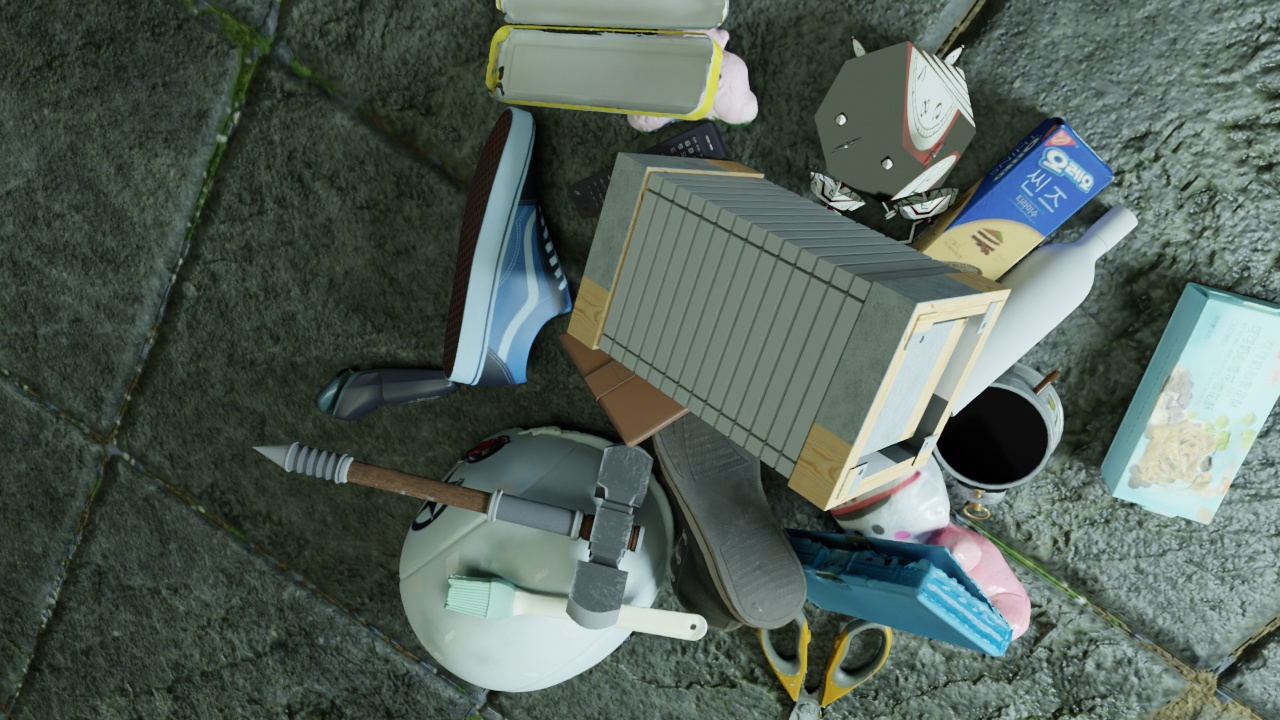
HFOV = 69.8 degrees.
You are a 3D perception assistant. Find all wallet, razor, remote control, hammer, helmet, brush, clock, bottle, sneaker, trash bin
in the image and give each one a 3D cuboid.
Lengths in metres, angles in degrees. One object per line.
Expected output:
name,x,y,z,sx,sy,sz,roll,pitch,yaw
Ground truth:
wallet,-0.005,0.005,0.777,0.087,0.013,0.121,-31,66,-6
razor,-0.242,0.029,0.884,0.143,0.047,0.052,-6,83,14
remote control,0.004,-0.157,0.762,0.137,0.015,0.032,-20,103,23
hammer,-0.156,0.108,0.745,0.322,0.155,0.043,13,155,0
helmet,-0.103,0.194,0.839,0.265,0.163,0.236,-31,100,22
brush,-0.051,0.206,0.755,0.217,0.012,0.033,10,99,-6
clock,0.283,0.065,0.744,0.104,0.056,0.148,11,112,22
clock,0.186,-0.157,0.685,0.115,0.065,0.155,9,111,12
bottle,0.287,-0.042,0.684,0.195,0.052,0.052,-42,95,2
sneaker,-0.103,-0.092,0.797,0.098,0.083,0.241,6,108,-24
sneaker,0.059,0.122,0.803,0.234,0.095,0.120,66,157,14
trash bin,0.096,-0.034,0.656,0.247,0.142,0.143,34,118,33

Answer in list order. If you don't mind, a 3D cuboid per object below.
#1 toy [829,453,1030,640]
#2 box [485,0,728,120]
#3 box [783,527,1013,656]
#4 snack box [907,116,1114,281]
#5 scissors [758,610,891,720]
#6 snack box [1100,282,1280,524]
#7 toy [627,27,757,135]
toy,0.225,0.138,0.761,0.213,0.084,0.142,49,157,-3
box,-0.032,-0.254,0.698,0.210,0.038,0.130,14,109,30
box,0.189,0.178,0.739,0.093,0.232,0.048,36,73,-13
snack box,0.251,-0.089,0.697,0.056,0.057,0.207,43,114,-3
scissors,0.177,0.323,0.889,0.162,0.016,0.226,-3,112,14
snack box,0.424,0.033,0.697,0.075,0.053,0.175,17,114,8
toy,0.040,-0.223,0.710,0.102,0.050,0.093,1,104,11
